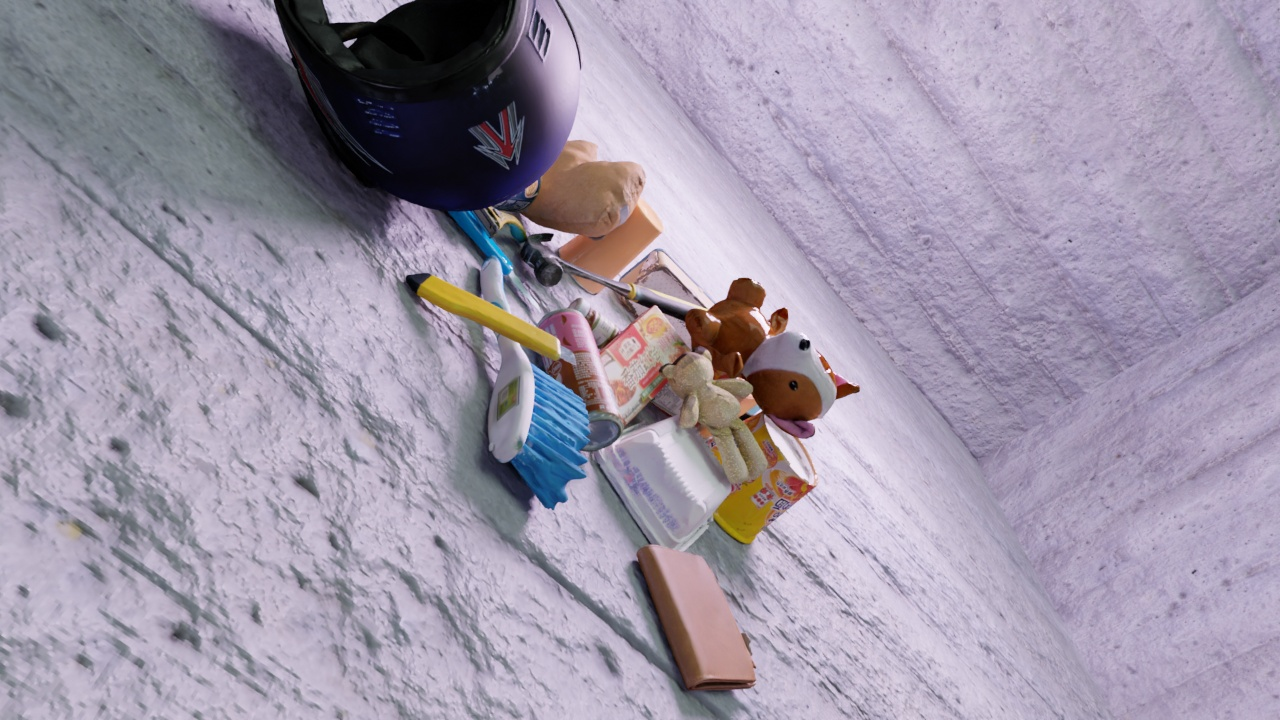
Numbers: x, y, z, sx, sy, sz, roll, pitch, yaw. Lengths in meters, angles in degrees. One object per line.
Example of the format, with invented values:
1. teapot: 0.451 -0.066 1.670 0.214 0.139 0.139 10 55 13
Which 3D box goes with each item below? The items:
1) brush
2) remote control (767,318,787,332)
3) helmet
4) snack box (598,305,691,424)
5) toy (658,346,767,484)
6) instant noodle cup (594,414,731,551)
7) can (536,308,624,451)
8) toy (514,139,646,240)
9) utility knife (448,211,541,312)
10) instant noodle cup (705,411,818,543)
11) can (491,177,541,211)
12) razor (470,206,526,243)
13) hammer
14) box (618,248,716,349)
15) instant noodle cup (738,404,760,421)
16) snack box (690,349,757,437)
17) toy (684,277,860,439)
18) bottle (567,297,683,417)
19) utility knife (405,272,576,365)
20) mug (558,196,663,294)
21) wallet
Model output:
1. brush: -0.108 0.003 0.844 0.109 0.061 0.314 40 20 -25
2. remote control: 0.218 -0.001 1.280 0.135 0.019 0.056 57 20 11
3. helmet: -0.196 -0.286 0.861 0.315 0.247 0.240 55 -7 18
4. snack box: -0.006 0.006 1.013 0.075 0.026 0.152 52 45 -6
5. toy: 0.082 0.061 0.994 0.105 0.066 0.157 -25 79 -28
6. instant noodle cup: 0.035 0.119 0.957 0.138 0.060 0.173 55 20 7
7. can: -0.062 0.018 0.907 0.058 0.058 0.147 33 27 -45
8. toy: -0.100 -0.225 1.149 0.226 0.143 0.083 33 -33 37
9. utility knife: -0.169 -0.128 0.978 0.198 0.018 0.034 50 9 -9
10. instant noodle cup: 0.137 0.132 1.092 0.138 0.110 0.137 44 22 -23
11. can: -0.168 -0.207 1.032 0.075 0.075 0.111 55 19 5
12. razor: -0.149 -0.149 1.022 0.043 0.028 0.132 51 7 10
13. hammer: 0.000 -0.082 1.120 0.323 0.032 0.126 18 20 -31
14. box: 0.055 -0.068 1.292 0.184 0.090 0.060 44 19 -30
15. instant noodle cup: 0.151 0.025 1.298 0.111 0.121 0.111 45 20 -22
16. snack box: 0.088 0.035 1.173 0.094 0.093 0.077 58 20 16
17. toy: 0.153 -0.004 1.064 0.139 0.131 0.199 -36 75 -28
18. bottle: -0.004 0.000 1.080 0.206 0.060 0.059 39 23 -21
19. utility knife: -0.131 -0.035 0.811 0.170 0.015 0.033 27 34 2
20. mug: -0.034 -0.151 1.174 0.078 0.123 0.078 46 20 -22
21. wallet: 0.053 0.234 0.834 0.107 0.031 0.131 24 34 -50
